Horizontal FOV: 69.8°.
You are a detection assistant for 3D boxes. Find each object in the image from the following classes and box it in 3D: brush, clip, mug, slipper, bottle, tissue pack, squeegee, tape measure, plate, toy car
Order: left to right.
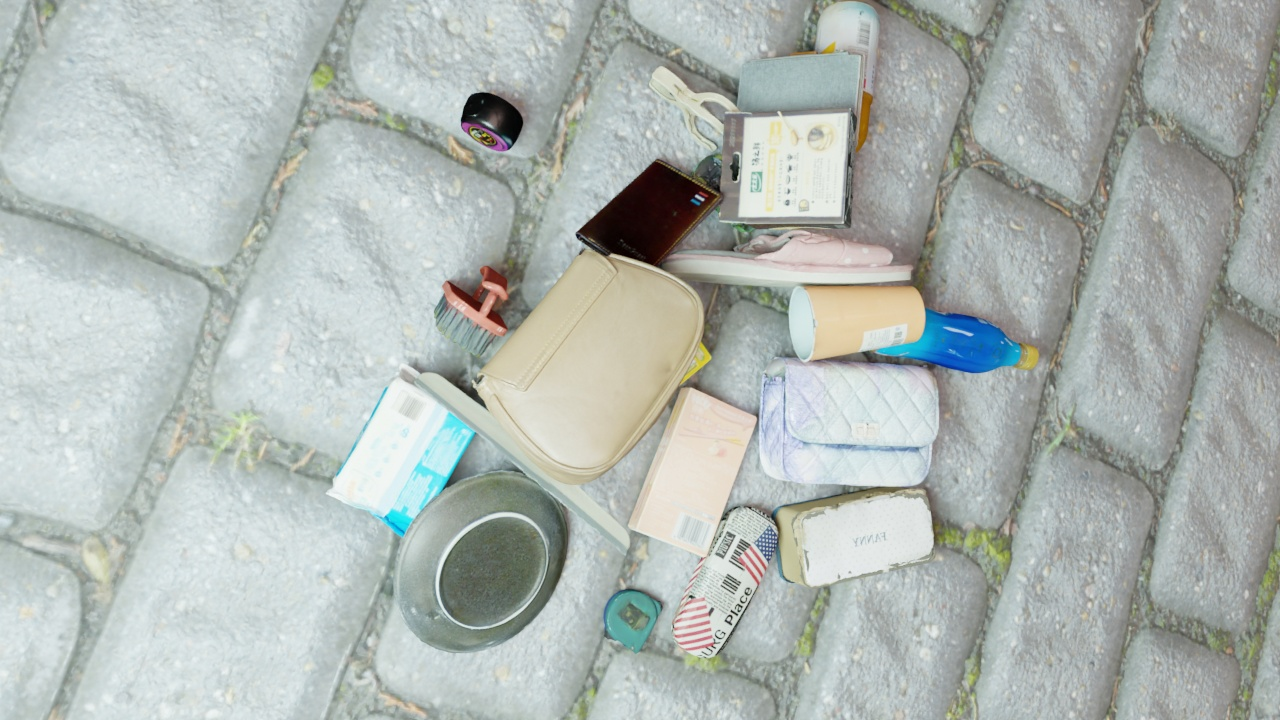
[{"bbox_3d":[-0.213,0.083,0.836,0.090,0.063,0.140,31,79,-17],"label":"tissue pack"},{"bbox_3d":[-0.146,-0.049,0.821,0.063,0.146,0.069,34,91,-16],"label":"brush"},{"bbox_3d":[-0.139,0.190,0.847,0.179,0.024,0.179,-11,110,-33],"label":"plate"},{"bbox_3d":[-0.141,-0.230,0.876,0.058,0.057,0.039,27,78,-8],"label":"tape measure"},{"bbox_3d":[-0.042,0.012,0.879,0.246,0.039,0.246,40,70,-5],"label":"squeegee"},{"bbox_3d":[-0.010,0.259,0.922,0.054,0.025,0.058,34,77,-16],"label":"tape measure"},{"bbox_3d":[0.061,-0.265,0.945,0.103,0.092,0.035,46,74,-24],"label":"clip"},{"bbox_3d":[0.091,-0.175,0.967,0.091,0.036,0.043,44,76,-17],"label":"toy car"},{"bbox_3d":[0.153,-0.106,0.951,0.274,0.114,0.054,0,91,-13],"label":"slipper"},{"bbox_3d":[0.219,-0.292,1.001,0.068,0.068,0.189,8,86,-19],"label":"bottle"},{"bbox_3d":[0.223,-0.042,0.940,0.122,0.078,0.078,-5,90,-7],"label":"mug"},{"bbox_3d":[0.356,-0.021,1.041,0.218,0.065,0.065,11,84,-19],"label":"bottle"}]

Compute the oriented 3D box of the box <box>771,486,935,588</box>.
[{"bbox_3d":[0.227,0.190,0.993,0.184,0.060,0.090,-5,89,-18],"label":"box"}]

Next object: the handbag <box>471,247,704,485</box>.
[{"bbox_3d":[-0.041,0.004,0.811,0.148,0.100,0.204,37,70,2],"label":"handbag"}]

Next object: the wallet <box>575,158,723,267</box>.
[{"bbox_3d":[0.009,-0.143,0.920,0.096,0.020,0.122,36,73,30],"label":"wallet"}]

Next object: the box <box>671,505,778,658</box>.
[{"bbox_3d":[0.085,0.229,0.953,0.071,0.057,0.164,39,77,-32],"label":"box"}]

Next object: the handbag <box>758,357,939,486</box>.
[{"bbox_3d":[0.226,0.067,0.987,0.193,0.076,0.134,3,87,-20],"label":"handbag"}]

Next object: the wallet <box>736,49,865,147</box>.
[{"bbox_3d":[0.167,-0.274,0.967,0.130,0.037,0.106,5,83,24],"label":"wallet"}]

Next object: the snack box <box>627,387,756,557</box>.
[{"bbox_3d":[0.055,0.115,0.950,0.084,0.026,0.157,25,80,-17],"label":"snack box"}]

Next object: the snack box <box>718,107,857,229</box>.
[{"bbox_3d":[0.149,-0.191,0.921,0.126,0.053,0.113,4,90,24],"label":"snack box"}]

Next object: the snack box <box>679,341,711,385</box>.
[{"bbox_3d":[-0.006,0.005,0.930,0.140,0.034,0.087,-39,101,-15],"label":"snack box"}]
